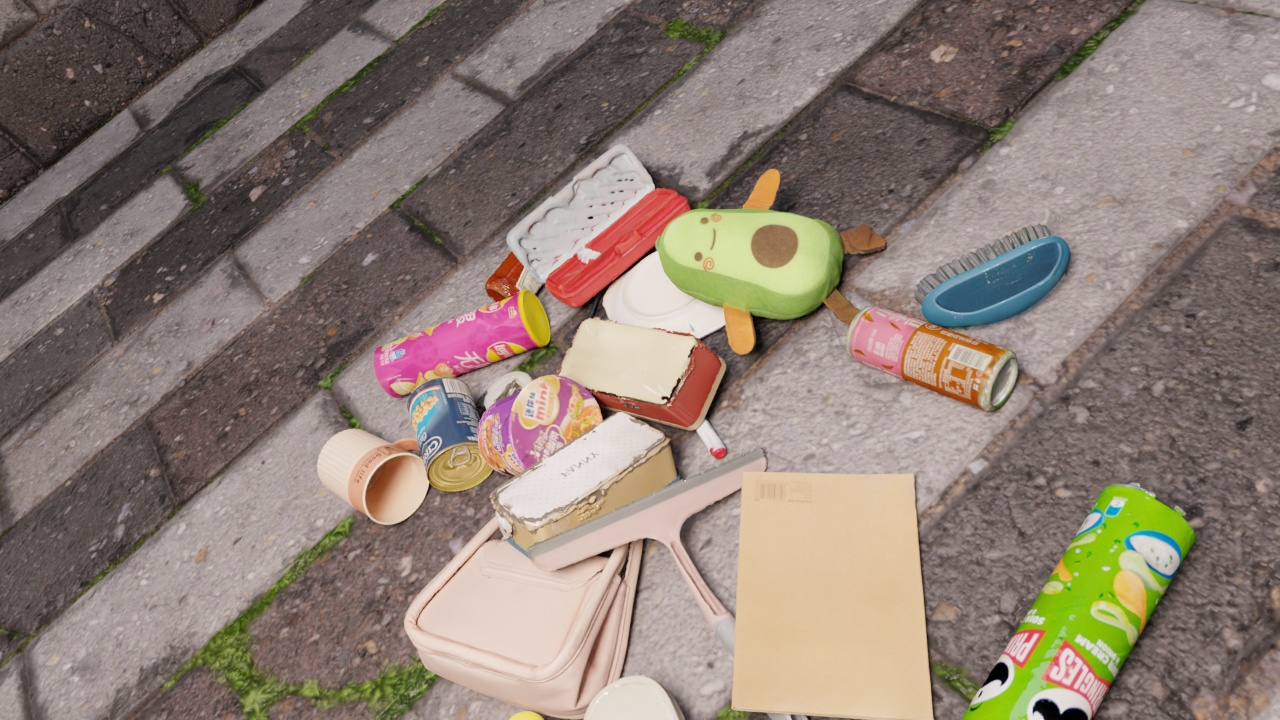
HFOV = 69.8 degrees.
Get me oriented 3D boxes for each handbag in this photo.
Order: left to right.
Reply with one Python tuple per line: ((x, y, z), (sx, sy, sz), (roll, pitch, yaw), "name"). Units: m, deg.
((-0.087, 0.203, 0.863), (0.194, 0.093, 0.233), (3, 47, 31), "handbag")

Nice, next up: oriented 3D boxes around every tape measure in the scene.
((-0.145, 0.046, 1.050), (0.066, 0.033, 0.066), (-48, 48, -13), "tape measure")

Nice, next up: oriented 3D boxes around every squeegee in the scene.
((0.067, 0.214, 0.774), (0.247, 0.040, 0.249), (-20, 52, -23), "squeegee")

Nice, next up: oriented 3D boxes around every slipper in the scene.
((0.036, 0.357, 0.670), (0.114, 0.054, 0.274), (-35, 47, -1), "slipper")

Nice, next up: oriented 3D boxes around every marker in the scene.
((0.052, 0.049, 0.947), (0.017, 0.017, 0.145), (-33, 45, 1), "marker")

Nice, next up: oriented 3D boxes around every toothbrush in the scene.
((-0.071, -0.027, 1.081), (0.018, 0.015, 0.180), (-9, 49, 32), "toothbrush")

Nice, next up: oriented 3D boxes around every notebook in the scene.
((0.154, 0.183, 0.750), (0.149, 0.012, 0.211), (0, 52, 10), "notebook")

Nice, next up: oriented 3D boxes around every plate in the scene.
((0.037, -0.081, 1.053), (0.164, 0.034, 0.163), (-30, 45, 3), "plate")

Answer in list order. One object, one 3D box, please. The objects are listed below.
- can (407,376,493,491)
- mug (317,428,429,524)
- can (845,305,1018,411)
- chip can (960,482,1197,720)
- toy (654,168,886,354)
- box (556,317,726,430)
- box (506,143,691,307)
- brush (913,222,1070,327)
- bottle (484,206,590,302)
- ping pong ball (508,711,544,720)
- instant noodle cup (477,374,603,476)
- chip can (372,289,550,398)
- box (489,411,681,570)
((-0.213, 0.080, 1.024), (0.075, 0.075, 0.111), (-31, 49, 3), "can")
((-0.293, 0.122, 1.046), (0.106, 0.082, 0.114), (18, 37, 40), "mug")
((0.265, -0.004, 0.840), (0.147, 0.058, 0.057), (25, 69, 41), "can")
((0.302, 0.197, 0.643), (0.072, 0.072, 0.235), (26, 69, 41), "chip can")
((0.130, -0.105, 0.965), (0.247, 0.090, 0.226), (8, 62, 11), "toy")
((-0.006, 0.006, 0.954), (0.169, 0.076, 0.091), (11, 70, 42), "box")
((-0.053, -0.169, 1.123), (0.201, 0.098, 0.119), (-41, 34, -12), "box")
((0.334, -0.072, 0.859), (0.144, 0.055, 0.073), (-25, 44, 9), "brush")
((-0.120, -0.153, 1.186), (0.060, 0.060, 0.205), (18, 64, 39), "bottle")
((-0.098, 0.322, 0.786), (0.040, 0.040, 0.040), (-16, 47, 18), "ping pong ball")
((-0.111, 0.076, 0.949), (0.099, 0.111, 0.111), (-14, 43, 51), "instant noodle cup")
((-0.219, -0.018, 1.118), (0.211, 0.071, 0.071), (-19, 46, 15), "chip can")
((-0.045, 0.116, 0.868), (0.183, 0.061, 0.090), (-28, 33, -28), "box")
